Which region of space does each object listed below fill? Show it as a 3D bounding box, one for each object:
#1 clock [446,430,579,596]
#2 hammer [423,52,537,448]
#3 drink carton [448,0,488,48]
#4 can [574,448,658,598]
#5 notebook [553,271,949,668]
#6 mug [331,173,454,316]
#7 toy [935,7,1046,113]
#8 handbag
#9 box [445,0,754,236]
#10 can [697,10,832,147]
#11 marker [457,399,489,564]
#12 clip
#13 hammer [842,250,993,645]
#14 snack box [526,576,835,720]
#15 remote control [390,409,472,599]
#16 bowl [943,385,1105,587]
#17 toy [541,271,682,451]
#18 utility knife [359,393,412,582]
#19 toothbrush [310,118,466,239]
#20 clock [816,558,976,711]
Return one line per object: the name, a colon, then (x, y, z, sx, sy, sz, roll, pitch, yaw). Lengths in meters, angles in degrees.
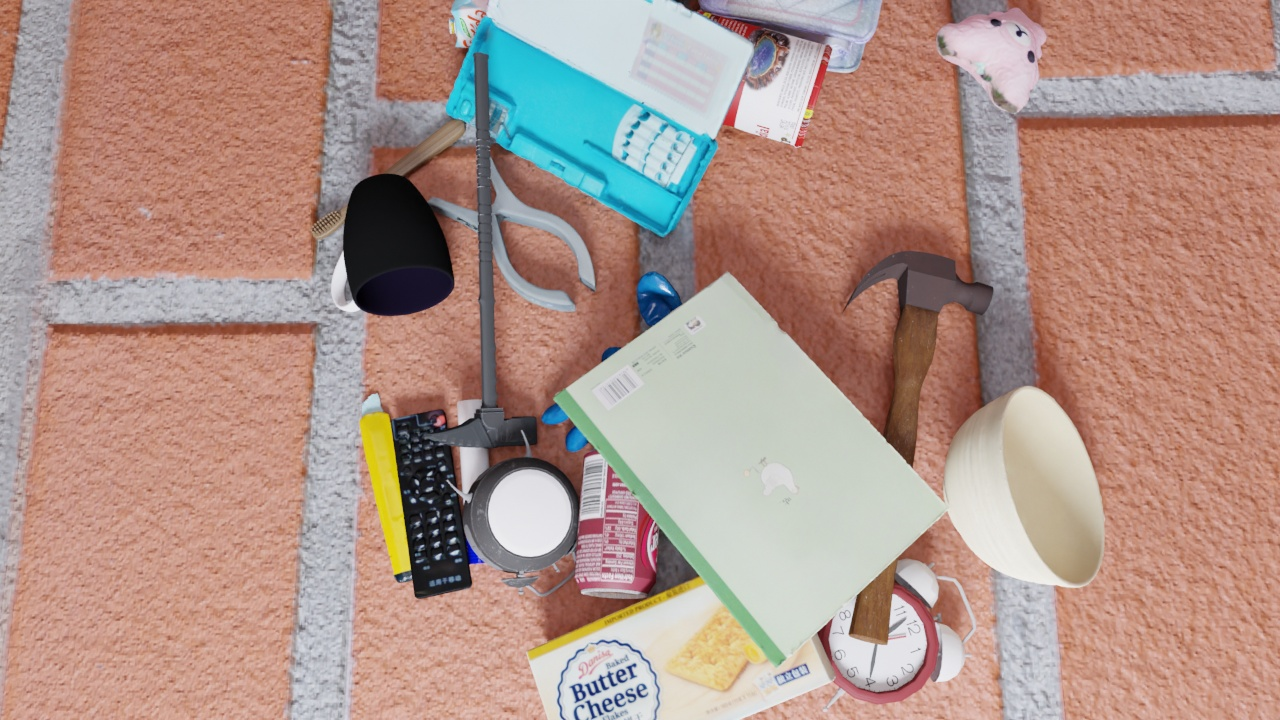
clock: (-0.089, 0.126, 0.726, 0.091, 0.044, 0.123, -34, 92, -28)
hammer: (-0.132, -0.091, 0.747, 0.094, 0.015, 0.325, 0, 86, -37)
drink carton: (-0.106, -0.298, 0.820, 0.129, 0.044, 0.038, 7, 52, 3)
can: (-0.017, 0.126, 0.721, 0.063, 0.063, 0.114, 3, 70, 2)
notebook: (0.082, 0.069, 0.686, 0.181, 0.010, 0.252, -36, 75, -20)
mug: (-0.220, -0.093, 0.774, 0.119, 0.084, 0.100, -28, 67, 26)
toy: (0.317, -0.273, 0.803, 0.095, 0.053, 0.099, -42, 84, -19)
handbag: (0.136, -0.337, 0.811, 0.158, 0.069, 0.126, 15, 78, 7)
box: (-0.036, -0.233, 0.764, 0.227, 0.056, 0.186, 31, 120, 6)
can: (0.094, -0.239, 0.782, 0.116, 0.087, 0.086, 17, 80, 5)
marker: (-0.134, 0.099, 0.755, 0.027, 0.023, 0.133, -16, 76, 42)
clip: (-0.117, -0.097, 0.791, 0.107, 0.028, 0.163, -41, 80, -8)
hammer: (0.204, 0.058, 0.726, 0.115, 0.033, 0.322, 14, 69, 3)
snack box: (0.028, 0.226, 0.688, 0.208, 0.057, 0.104, -25, 71, 7)
remote control: (-0.171, 0.116, 0.750, 0.047, 0.022, 0.150, -11, 72, -4)
bowl: (0.284, 0.102, 0.705, 0.150, 0.076, 0.150, 17, 62, -37)
toy: (-0.004, 0.004, 0.751, 0.176, 0.071, 0.113, -36, 92, -5)
utility knife: (-0.206, 0.104, 0.761, 0.030, 0.017, 0.162, -12, 79, -19)
toothbrush: (-0.223, -0.161, 0.812, 0.166, 0.016, 0.016, -39, 82, -6)
clock: (0.192, 0.212, 0.715, 0.137, 0.048, 0.096, -20, 79, -1)
